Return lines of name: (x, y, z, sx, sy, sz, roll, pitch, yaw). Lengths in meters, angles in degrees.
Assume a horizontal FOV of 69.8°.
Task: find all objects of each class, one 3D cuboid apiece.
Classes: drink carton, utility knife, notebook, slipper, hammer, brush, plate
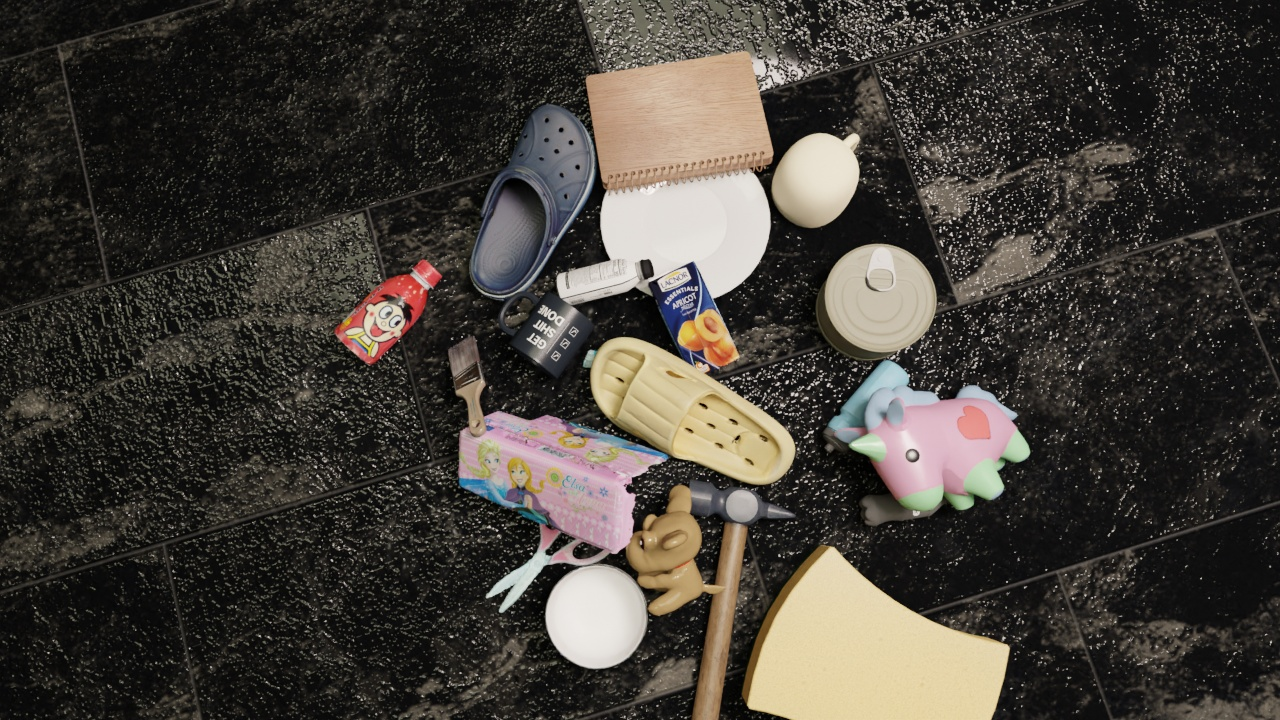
drink carton: (0.063, -0.049, 1.092, 0.064, 0.040, 0.130, -26, 92, -1)
utility knife: (-0.007, 0.006, 1.110, 0.124, 0.015, 0.022, 9, 84, 0)
notebook: (0.047, -0.295, 1.141, 0.210, 0.022, 0.169, -9, 70, -1)
slipper: (-0.130, -0.192, 1.106, 0.105, 0.095, 0.252, 22, 85, 7)
hammer: (0.092, 0.306, 1.051, 0.129, 0.040, 0.321, 11, 82, -2)
brush: (0.255, 0.345, 1.020, 0.250, 0.075, 0.195, 29, 82, 5)
plate: (0.055, -0.172, 1.137, 0.208, 0.015, 0.208, 0, 81, 1)
slipper: (0.053, 0.072, 1.053, 0.261, 0.079, 0.111, 28, 114, 1)
brush: (-0.199, 0.030, 1.074, 0.039, 0.012, 0.151, -26, 49, 4)

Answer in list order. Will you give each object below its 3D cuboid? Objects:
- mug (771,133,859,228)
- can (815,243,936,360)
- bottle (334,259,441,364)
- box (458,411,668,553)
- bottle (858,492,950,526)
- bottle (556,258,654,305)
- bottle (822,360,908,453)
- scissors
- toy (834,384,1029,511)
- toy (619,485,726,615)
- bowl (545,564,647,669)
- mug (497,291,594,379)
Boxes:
mug: (0.220, -0.228, 1.101, 0.096, 0.100, 0.120, 44, 84, 7)
can: (0.276, -0.066, 1.088, 0.128, 0.073, 0.127, 0, 81, 1)
bottle: (-0.297, -0.063, 1.102, 0.062, 0.062, 0.137, 43, 85, 7)
box: (-0.089, 0.128, 1.047, 0.231, 0.105, 0.086, 16, 111, 29)
bottle: (0.312, 0.167, 1.068, 0.110, 0.036, 0.036, -10, 81, -1)
bottle: (-0.041, -0.097, 1.102, 0.116, 0.041, 0.041, -13, 80, 12)
bottle: (0.262, 0.059, 1.084, 0.040, 0.040, 0.130, 42, 84, 7)
scissors: (-0.101, 0.240, 1.074, 0.105, 0.016, 0.179, 37, 83, 6)
toy: (0.338, 0.083, 1.036, 0.221, 0.120, 0.171, -38, 86, -33)
toy: (0.033, 0.216, 1.007, 0.106, 0.134, 0.108, -11, 107, 9)
bowl: (-0.049, 0.286, 1.040, 0.113, 0.063, 0.113, 0, 81, 0)
mug: (-0.119, -0.039, 1.090, 0.105, 0.071, 0.077, 34, 82, 9)
